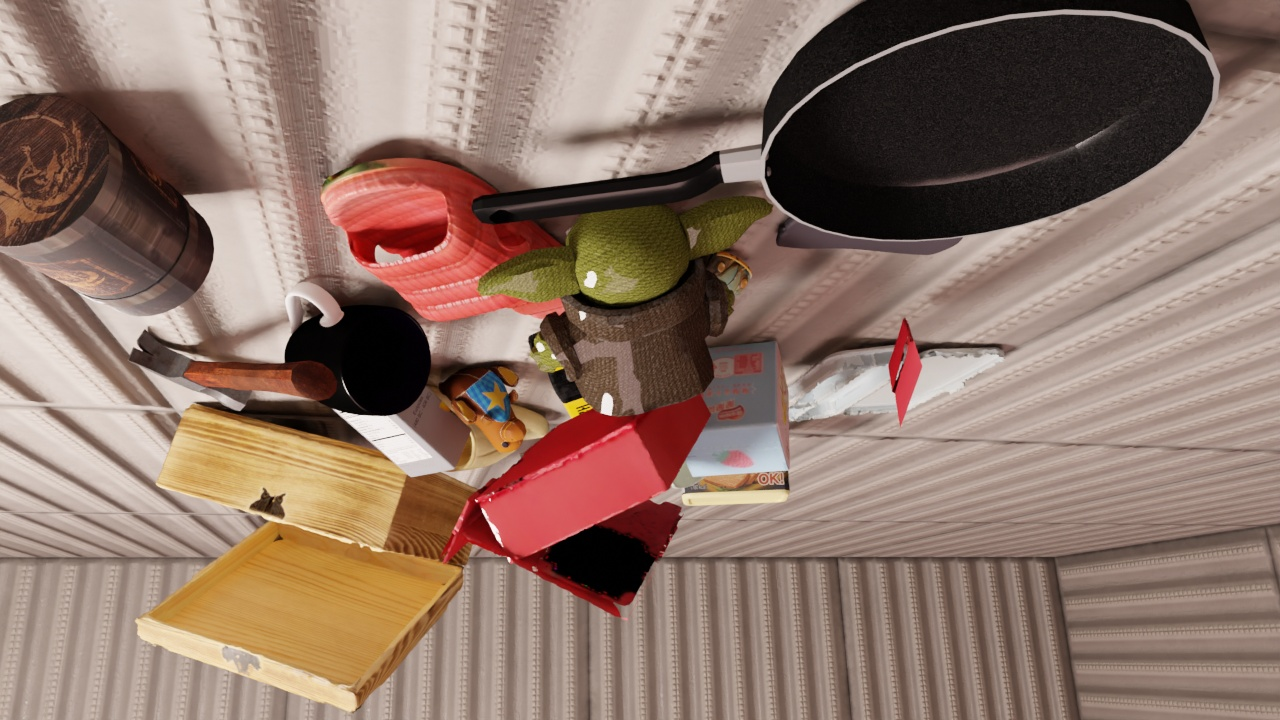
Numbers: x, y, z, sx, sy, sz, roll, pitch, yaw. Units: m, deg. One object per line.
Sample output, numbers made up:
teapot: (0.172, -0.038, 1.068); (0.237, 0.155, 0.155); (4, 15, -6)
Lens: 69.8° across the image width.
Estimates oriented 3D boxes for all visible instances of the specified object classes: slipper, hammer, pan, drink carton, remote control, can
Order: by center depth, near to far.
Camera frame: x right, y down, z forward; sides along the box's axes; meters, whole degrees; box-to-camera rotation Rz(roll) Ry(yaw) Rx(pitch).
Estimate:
pan: (0.086, -0.110, 0.462); (0.356, 0.044, 0.204); (-5, 162, 11)
slipper: (-0.106, -0.056, 0.594); (0.104, 0.059, 0.248); (-10, 162, 25)
remote control: (0.153, -0.085, 0.605); (0.124, 0.009, 0.046); (2, 162, -10)
hammer: (-0.311, 0.012, 0.708); (0.111, 0.028, 0.301); (33, 159, -37)
drink carton: (-0.225, 0.051, 0.856); (0.076, 0.048, 0.125); (-13, 132, 31)
hammer: (-0.064, 0.043, 0.913); (0.170, 0.034, 0.325); (-19, 157, -1)
slipper: (-0.211, 0.080, 0.988); (0.112, 0.079, 0.261); (-11, 160, 37)
can: (0.109, 0.114, 1.078); (0.131, 0.101, 0.072); (-3, 163, 4)

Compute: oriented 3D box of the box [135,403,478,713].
box: (-0.361, 0.225, 1.037); (0.279, 0.263, 0.269); (10, 168, 14)

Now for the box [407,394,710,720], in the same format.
box: (-0.122, 0.193, 0.743); (0.468, 0.138, 0.214); (-47, 179, 16)

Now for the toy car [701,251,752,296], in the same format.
toy car: (0.026, -0.043, 0.662); (0.112, 0.047, 0.047); (-15, 155, 36)

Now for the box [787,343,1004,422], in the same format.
box: (0.237, 0.023, 0.931); (0.190, 0.037, 0.209); (-6, 164, -12)

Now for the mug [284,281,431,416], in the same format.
mug: (-0.235, -0.013, 0.708); (0.100, 0.084, 0.119); (3, 138, 38)

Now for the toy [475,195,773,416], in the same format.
toy: (-0.004, -0.034, 0.581); (0.179, 0.078, 0.153); (-17, 134, -9)

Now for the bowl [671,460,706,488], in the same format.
bowl: (0.057, 0.076, 0.985); (0.117, 0.061, 0.118); (-35, 152, -22)

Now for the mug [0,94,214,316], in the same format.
mug: (-0.303, -0.083, 0.487); (0.116, 0.080, 0.107); (25, 167, 10)

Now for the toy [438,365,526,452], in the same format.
toy: (-0.155, 0.049, 0.891); (0.103, 0.070, 0.090); (-2, 124, 50)

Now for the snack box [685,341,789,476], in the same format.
snack box: (0.085, 0.046, 0.837); (0.093, 0.094, 0.079); (-6, 140, 15)
